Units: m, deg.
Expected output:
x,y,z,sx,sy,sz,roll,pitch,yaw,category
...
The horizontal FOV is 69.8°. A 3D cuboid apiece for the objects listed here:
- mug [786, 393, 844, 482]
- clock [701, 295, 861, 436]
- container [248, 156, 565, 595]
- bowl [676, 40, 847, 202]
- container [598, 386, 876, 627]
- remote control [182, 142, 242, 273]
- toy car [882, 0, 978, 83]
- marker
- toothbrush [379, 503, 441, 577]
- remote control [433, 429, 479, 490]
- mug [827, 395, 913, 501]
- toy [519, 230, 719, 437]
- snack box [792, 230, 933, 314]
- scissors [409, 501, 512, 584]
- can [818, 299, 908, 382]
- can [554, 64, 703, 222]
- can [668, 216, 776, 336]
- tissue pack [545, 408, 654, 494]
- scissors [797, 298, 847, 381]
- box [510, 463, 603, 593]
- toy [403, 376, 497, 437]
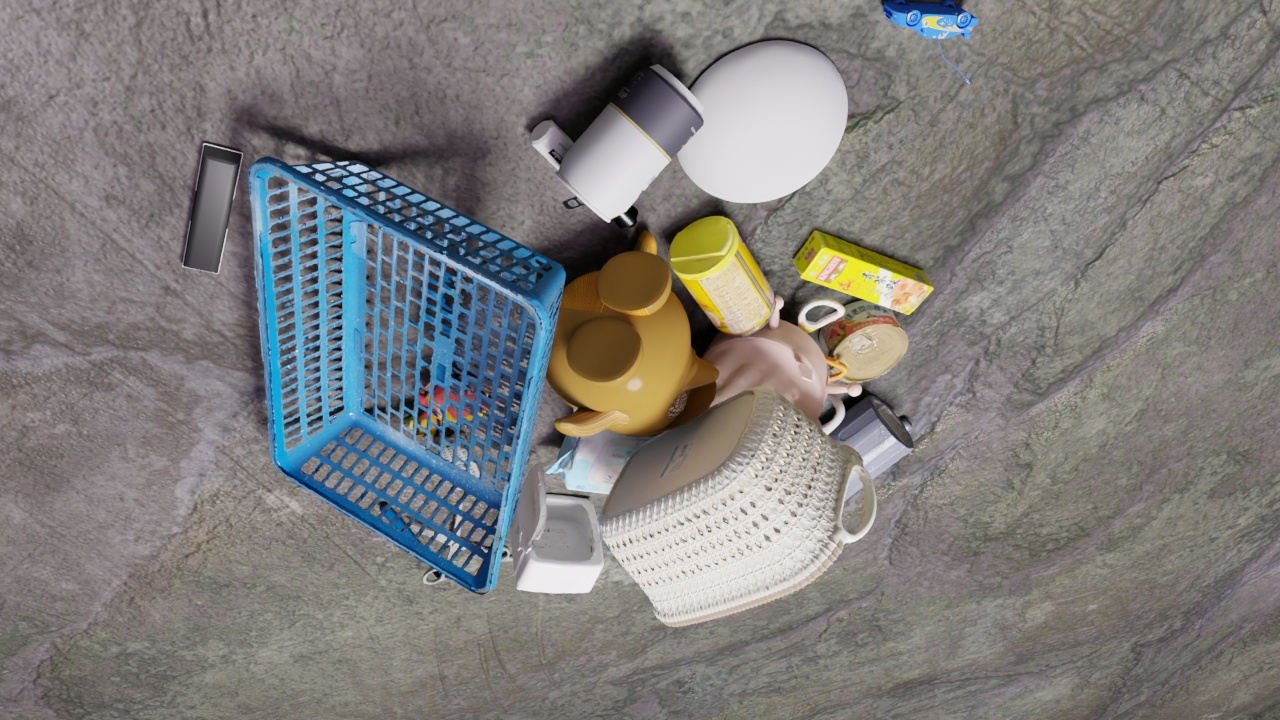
x,y,z,sx,sy,sz,roll,pitch,yaw,category
0.176,0.067,1.008,0.071,0.089,0.107,25,124,-35,mug
0.117,0.029,0.924,0.131,0.086,0.161,47,131,-8,clock
-0.192,0.014,0.780,0.257,0.089,0.363,28,133,11,container
0.105,-0.185,0.761,0.149,0.043,0.150,-8,137,-8,bowl
0.080,0.136,0.871,0.143,0.184,0.247,46,130,-15,container
-0.342,-0.116,0.731,0.028,0.011,0.124,11,131,-26,remote control
0.232,-0.252,0.731,0.092,0.033,0.062,-3,129,-13,toy car
-0.043,-0.152,0.768,0.025,0.025,0.126,-33,134,18,marker
-0.270,0.217,1.097,0.014,0.014,0.168,-19,136,3,toothbrush
-0.192,0.108,0.979,0.033,0.013,0.137,-11,153,-6,remote control
0.263,0.103,1.088,0.104,0.083,0.123,-42,155,24,mug
-0.005,0.005,0.856,0.163,0.198,0.203,14,158,22,toy
0.221,-0.085,0.907,0.147,0.028,0.040,14,129,-28,snack box
-0.212,0.226,1.117,0.173,0.014,0.142,15,120,-36,scissors
0.234,-0.020,0.968,0.086,0.043,0.086,-8,137,-8,can
-0.012,-0.164,0.714,0.127,0.064,0.064,-47,130,9,can
0.077,-0.077,0.848,0.068,0.067,0.105,-28,136,13,can
-0.004,0.096,1.003,0.181,0.070,0.112,10,130,-23,tissue pack
0.160,-0.024,0.932,0.125,0.011,0.128,24,125,-2,scissors
-0.098,0.181,1.042,0.126,0.108,0.137,10,128,-22,box
-0.189,0.045,0.917,0.104,0.046,0.084,-32,158,32,toy
